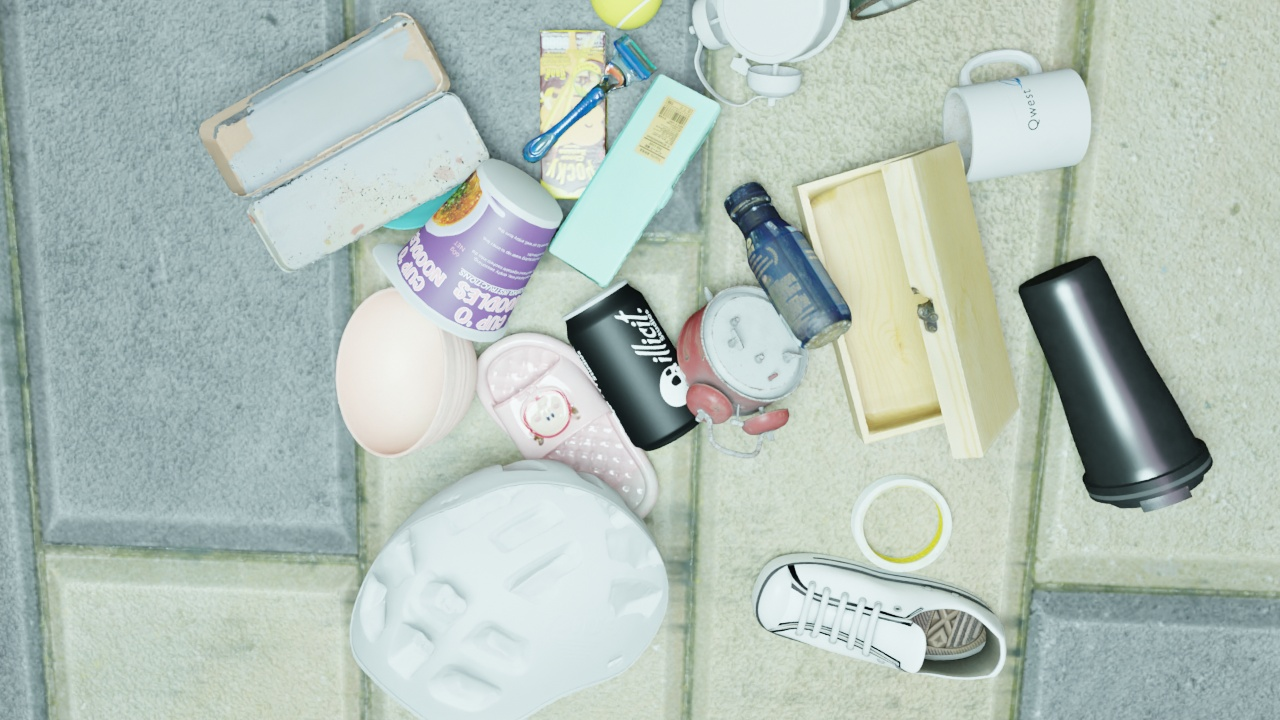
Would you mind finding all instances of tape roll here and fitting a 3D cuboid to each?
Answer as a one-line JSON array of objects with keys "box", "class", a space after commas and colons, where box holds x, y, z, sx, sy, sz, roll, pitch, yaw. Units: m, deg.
[{"box": [0.254, 0.159, 0.894, 0.094, 0.019, 0.094, 0, 99, 2], "class": "tape roll"}]

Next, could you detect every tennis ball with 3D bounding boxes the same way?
[{"box": [-0.012, -0.324, 0.801, 0.065, 0.065, 0.065, 0, 99, 2], "class": "tennis ball"}]

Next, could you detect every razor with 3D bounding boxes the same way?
[{"box": [-0.052, -0.226, 0.815, 0.141, 0.018, 0.044, -40, 95, 10], "class": "razor"}]

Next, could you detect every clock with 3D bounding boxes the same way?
[{"box": [0.092, 0.008, 0.815, 0.109, 0.062, 0.156, 17, 65, -19], "class": "clock"}, {"box": [0.109, -0.294, 0.795, 0.120, 0.060, 0.160, 45, 129, 5], "class": "clock"}]

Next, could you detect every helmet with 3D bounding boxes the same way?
[{"box": [-0.110, 0.195, 0.813, 0.224, 0.183, 0.283, 41, 125, -21], "class": "helmet"}]

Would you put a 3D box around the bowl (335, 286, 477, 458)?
[{"box": [-0.203, 0.012, 0.844, 0.153, 0.076, 0.153, -2, 86, 35], "class": "bowl"}]

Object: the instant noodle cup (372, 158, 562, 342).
[{"box": [-0.141, -0.105, 0.795, 0.136, 0.121, 0.122, 31, 115, -21], "class": "instant noodle cup"}]

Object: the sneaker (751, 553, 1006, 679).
[{"box": [0.230, 0.255, 0.871, 0.245, 0.097, 0.091, 14, 99, -1], "class": "sneaker"}]

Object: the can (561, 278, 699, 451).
[{"box": [-0.005, 0.005, 0.846, 0.080, 0.080, 0.146, -31, 97, 6], "class": "can"}]

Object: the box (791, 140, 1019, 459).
[{"box": [0.247, -0.056, 0.808, 0.141, 0.185, 0.248, -20, 100, -17], "class": "box"}]

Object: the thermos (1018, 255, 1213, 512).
[{"box": [0.421, 0.019, 0.830, 0.106, 0.105, 0.218, -25, 92, 5], "class": "thermos"}]

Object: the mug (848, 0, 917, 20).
[{"box": [0.221, -0.351, 0.787, 0.110, 0.085, 0.081, -22, 97, -27], "class": "mug"}]

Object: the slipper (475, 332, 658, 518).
[{"box": [-0.066, 0.067, 0.872, 0.107, 0.055, 0.221, -39, 97, 5], "class": "slipper"}]

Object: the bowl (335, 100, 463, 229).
[{"box": [-0.213, -0.182, 0.840, 0.121, 0.046, 0.121, 0, 99, 2], "class": "bowl"}]

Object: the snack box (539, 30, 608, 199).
[{"box": [-0.061, -0.223, 0.839, 0.061, 0.025, 0.149, 1, 99, 2], "class": "snack box"}]

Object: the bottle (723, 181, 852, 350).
[{"box": [0.128, -0.086, 0.815, 0.056, 0.056, 0.160, -30, 71, 6], "class": "bottle"}]

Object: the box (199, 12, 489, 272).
[{"box": [-0.255, -0.185, 0.800, 0.216, 0.043, 0.151, -28, 94, 5], "class": "box"}]

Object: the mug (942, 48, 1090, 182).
[{"box": [0.323, -0.221, 0.807, 0.096, 0.083, 0.119, -9, 70, 3], "class": "mug"}]

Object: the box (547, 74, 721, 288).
[{"box": [-0.003, -0.155, 0.802, 0.077, 0.080, 0.189, 34, 92, -23], "class": "box"}]
